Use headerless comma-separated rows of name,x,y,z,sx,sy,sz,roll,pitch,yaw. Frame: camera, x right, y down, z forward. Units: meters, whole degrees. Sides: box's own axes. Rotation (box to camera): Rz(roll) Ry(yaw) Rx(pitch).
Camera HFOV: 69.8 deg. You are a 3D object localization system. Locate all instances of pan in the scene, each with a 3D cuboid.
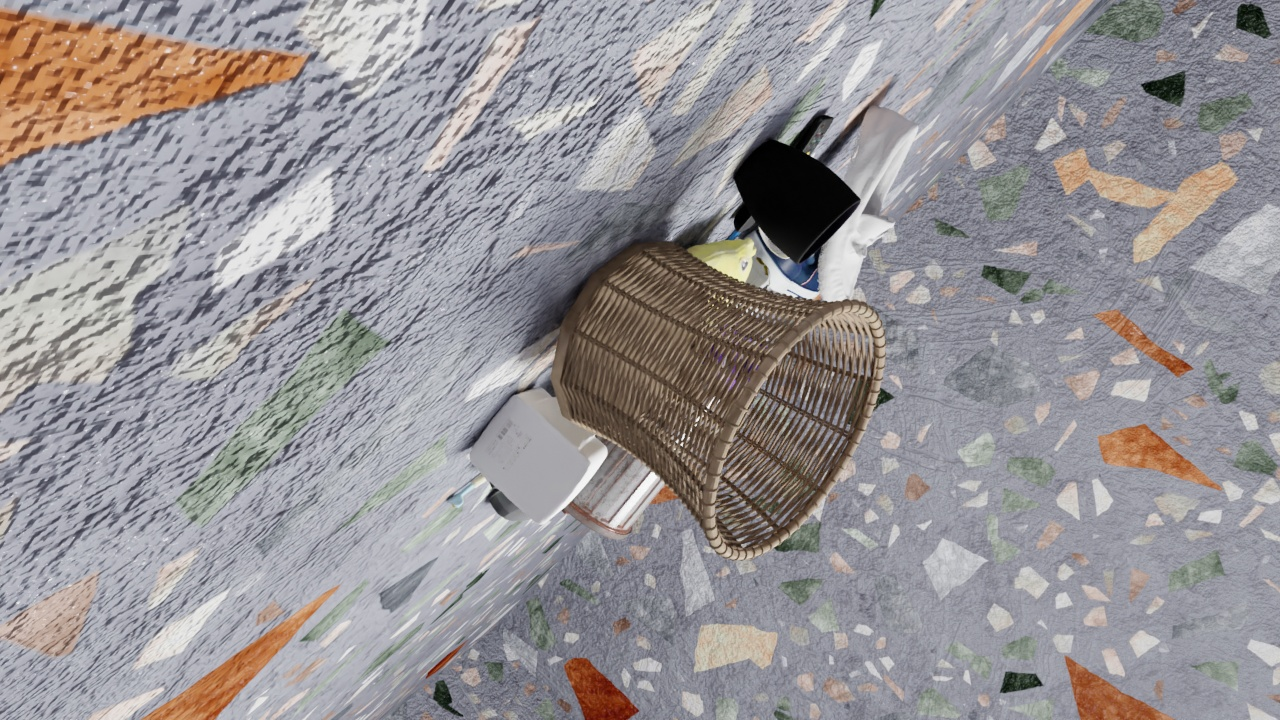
pan,-0.126,0.162,1.156,0.179,0.041,0.357,-22,168,4

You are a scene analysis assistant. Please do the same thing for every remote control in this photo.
remote control,0.149,-0.196,0.966,0.152,0.020,0.041,-51,169,32

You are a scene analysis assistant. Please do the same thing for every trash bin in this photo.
trash bin,-0.011,0.084,0.987,0.211,0.131,0.130,-51,170,9

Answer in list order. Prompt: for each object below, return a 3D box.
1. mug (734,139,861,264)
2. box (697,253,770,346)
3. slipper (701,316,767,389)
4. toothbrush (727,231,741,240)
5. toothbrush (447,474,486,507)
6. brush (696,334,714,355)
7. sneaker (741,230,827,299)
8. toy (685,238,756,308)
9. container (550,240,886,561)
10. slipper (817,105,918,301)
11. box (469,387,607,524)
mug,0.137,-0.147,0.873,0.084,0.100,0.119,-40,171,-24
box,0.060,-0.052,1.063,0.209,0.064,0.033,-40,174,-7
slipper,0.138,0.003,1.307,0.266,0.084,0.107,-75,-170,-66
toothbrush,0.121,-0.152,1.063,0.167,0.014,0.016,-48,170,29
toothbrush,-0.162,0.123,1.071,0.022,0.016,0.154,2,-149,48
brush,-0.001,0.039,1.269,0.272,0.056,0.083,-46,170,13
sneaker,0.224,-0.157,1.221,0.127,0.120,0.294,-33,171,16
toy,0.053,-0.078,0.955,0.155,0.064,0.170,-29,170,7
container,0.060,0.020,0.775,0.226,0.196,0.227,-30,136,-35
slipper,0.278,-0.184,1.132,0.112,0.075,0.247,-12,124,-48
box,-0.074,0.062,0.899,0.190,0.110,0.083,-48,173,5
